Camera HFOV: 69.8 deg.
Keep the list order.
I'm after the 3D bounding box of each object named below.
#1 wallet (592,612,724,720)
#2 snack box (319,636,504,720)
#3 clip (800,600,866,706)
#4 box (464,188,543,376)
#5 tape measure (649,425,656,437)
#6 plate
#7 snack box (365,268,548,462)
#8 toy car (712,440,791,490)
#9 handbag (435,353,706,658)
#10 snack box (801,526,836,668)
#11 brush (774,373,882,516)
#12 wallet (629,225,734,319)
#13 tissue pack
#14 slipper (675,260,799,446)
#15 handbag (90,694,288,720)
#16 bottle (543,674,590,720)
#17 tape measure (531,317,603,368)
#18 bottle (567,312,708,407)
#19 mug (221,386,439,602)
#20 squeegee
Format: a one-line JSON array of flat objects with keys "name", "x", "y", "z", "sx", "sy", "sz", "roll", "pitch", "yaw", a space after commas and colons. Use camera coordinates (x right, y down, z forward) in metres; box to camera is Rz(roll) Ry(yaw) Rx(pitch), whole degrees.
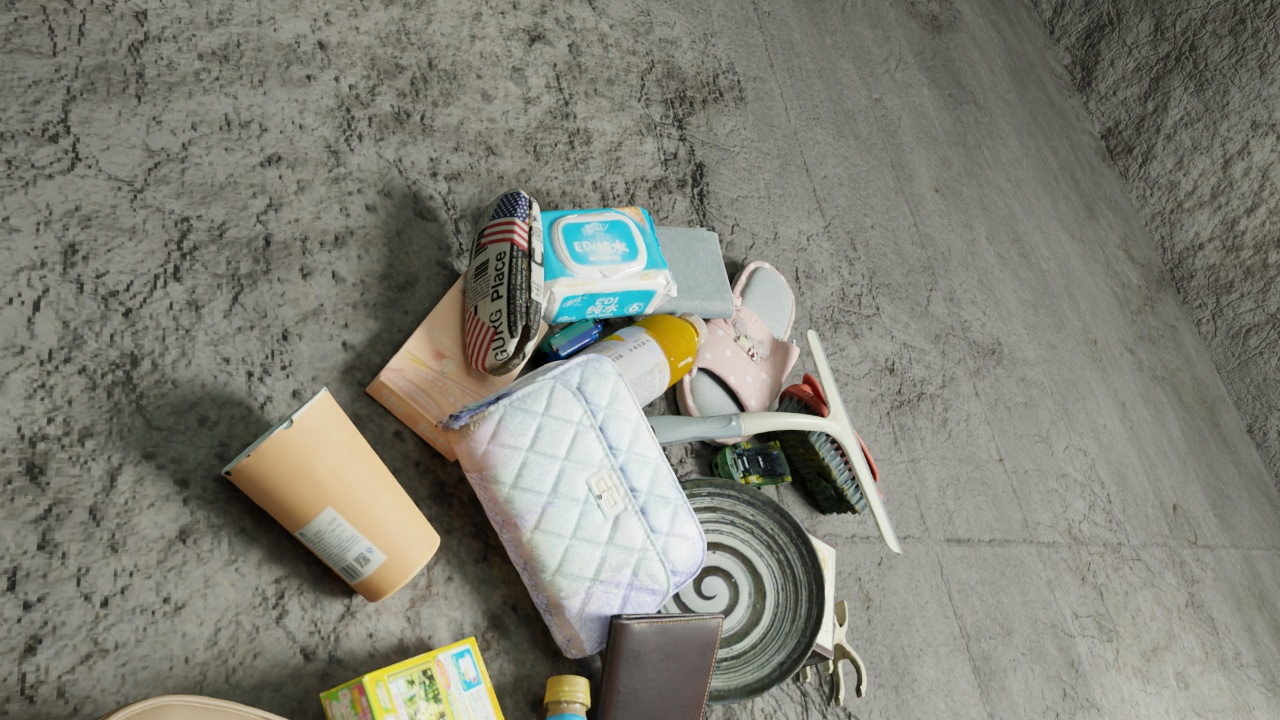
[{"name": "wallet", "x": 0.011, "y": 0.236, "z": 0.644, "sx": 0.096, "sy": 0.020, "sz": 0.122, "roll": 7, "pitch": 96, "yaw": -34}, {"name": "snack box", "x": -0.121, "y": 0.215, "z": 0.528, "sx": 0.087, "sy": 0.034, "sz": 0.140, "roll": 67, "pitch": 8, "yaw": 13}, {"name": "clip", "x": 0.168, "y": 0.257, "z": 0.832, "sx": 0.092, "sy": 0.035, "sz": 0.103, "roll": 20, "pitch": 47, "yaw": -36}, {"name": "box", "x": -0.102, "y": -0.061, "z": 0.716, "sx": 0.057, "sy": 0.071, "sz": 0.164, "roll": 43, "pitch": 39, "yaw": -51}, {"name": "tape measure", "x": -0.012, "y": 0.085, "z": 0.757, "sx": 0.057, "sy": 0.039, "sz": 0.057, "roll": -11, "pitch": 80, "yaw": -15}, {"name": "plate", "x": 0.056, "y": 0.179, "z": 0.726, "sx": 0.179, "sy": 0.024, "sz": 0.179, "roll": 1, "pitch": 64, "yaw": -3}, {"name": "snack box", "x": -0.137, "y": -0.004, "z": 0.714, "sx": 0.084, "sy": 0.026, "sz": 0.156, "roll": 43, "pitch": 42, "yaw": -14}, {"name": "toy car", "x": 0.107, "y": 0.101, "z": 0.874, "sx": 0.091, "sy": 0.036, "sz": 0.043, "roll": 3, "pitch": 61, "yaw": -42}, {"name": "handbag", "x": -0.043, "y": 0.097, "z": 0.662, "sx": 0.134, "sy": 0.076, "sz": 0.194, "roll": -31, "pitch": 96, "yaw": -25}, {"name": "snack box", "x": 0.117, "y": 0.191, "z": 0.810, "sx": 0.125, "sy": 0.053, "sz": 0.113, "roll": 32, "pitch": 46, "yaw": -21}, {"name": "brush", "x": 0.187, "y": 0.084, "z": 0.928, "sx": 0.069, "sy": 0.063, "sz": 0.146, "roll": -41, "pitch": 104, "yaw": -33}, {"name": "wallet", "x": 0.020, "y": -0.087, "z": 0.897, "sx": 0.129, "sy": 0.037, "sz": 0.106, "roll": 0, "pitch": 61, "yaw": -20}, {"name": "tissue pack", "x": -0.041, "y": -0.088, "z": 0.812, "sx": 0.139, "sy": 0.063, "sz": 0.090, "roll": -7, "pitch": 65, "yaw": -26}, {"name": "slipper", "x": 0.113, "y": -0.018, "z": 0.945, "sx": 0.114, "sy": 0.055, "sz": 0.273, "roll": 45, "pitch": 43, "yaw": -12}, {"name": "handbag", "x": -0.211, "y": 0.262, "z": 0.414, "sx": 0.147, "sy": 0.100, "sz": 0.204, "roll": 21, "pitch": 51, "yaw": -44}, {"name": "bottle", "x": -0.052, "y": 0.305, "z": 0.559, "sx": 0.065, "sy": 0.065, "sz": 0.218, "roll": 26, "pitch": 49, "yaw": -30}, {"name": "tape measure", "x": -0.063, "y": -0.015, "z": 0.772, "sx": 0.058, "sy": 0.055, "sz": 0.025, "roll": -31, "pitch": 89, "yaw": -36}, {"name": "bottle", "x": -0.005, "y": 0.005, "z": 0.800, "sx": 0.189, "sy": 0.068, "sz": 0.068, "roll": -32, "pitch": 88, "yaw": -47}, {"name": "mug", "x": -0.186, "y": 0.087, "z": 0.571, "sx": 0.123, "sy": 0.078, "sz": 0.078, "roll": 51, "pitch": 40, "yaw": -12}, {"name": "squeegee", "x": 0.093, "y": 0.060, "z": 0.817, "sx": 0.246, "sy": 0.039, "sz": 0.246, "roll": 0, "pitch": 53, "yaw": -18}]
